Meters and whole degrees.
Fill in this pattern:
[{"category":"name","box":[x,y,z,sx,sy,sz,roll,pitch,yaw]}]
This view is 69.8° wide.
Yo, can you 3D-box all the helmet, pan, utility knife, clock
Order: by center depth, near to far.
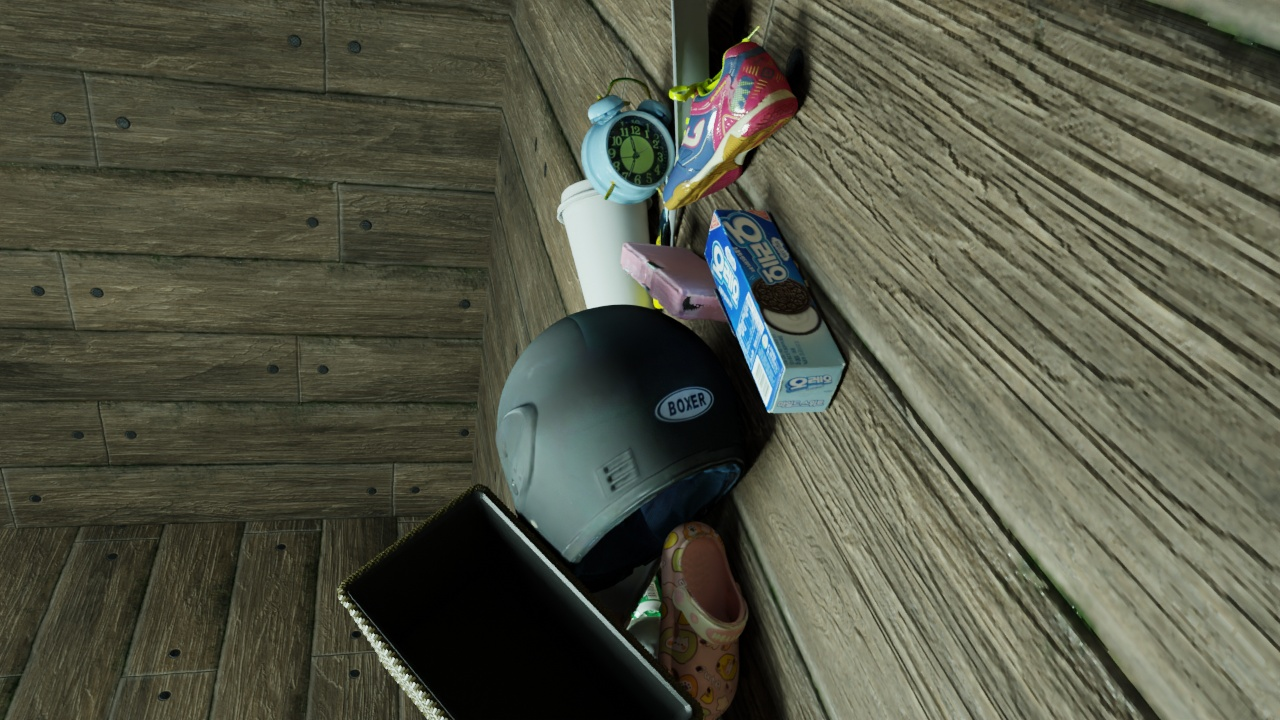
[{"category":"helmet","box":[-0.036,0.079,0.975,0.235,0.248,0.317,58,145,23]},{"category":"pan","box":[0.050,-0.266,1.051,0.357,0.051,0.200,86,-177,-46]},{"category":"utility knife","box":[0.028,-0.140,1.115,0.214,0.020,0.028,93,168,-52]},{"category":"clock","box":[-0.014,-0.280,1.175,0.060,0.118,0.162,-8,88,63]}]

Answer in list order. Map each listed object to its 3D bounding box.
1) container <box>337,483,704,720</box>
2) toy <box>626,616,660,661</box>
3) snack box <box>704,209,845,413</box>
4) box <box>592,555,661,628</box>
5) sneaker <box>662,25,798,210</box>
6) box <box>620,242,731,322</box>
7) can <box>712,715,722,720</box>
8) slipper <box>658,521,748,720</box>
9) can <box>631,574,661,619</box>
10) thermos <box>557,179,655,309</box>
[{"category":"container","box":[-0.122,0.323,0.915,0.321,0.176,0.205,41,149,22]},{"category":"toy","box":[0.001,0.383,1.064,0.139,0.101,0.179,98,-174,-62]},{"category":"snack box","box":[0.113,-0.051,0.820,0.226,0.059,0.059,-106,19,-46]},{"category":"box","box":[-0.026,0.258,1.092,0.215,0.081,0.063,-50,-22,-57]},{"category":"sneaker","box":[0.074,-0.230,0.912,0.091,0.116,0.242,60,156,4]},{"category":"box","box":[0.048,-0.085,0.992,0.233,0.098,0.037,-131,49,-65]},{"category":"can","box":[0.042,0.441,1.005,0.079,0.079,0.146,-115,30,-58]},{"category":"slipper","box":[0.073,0.260,0.920,0.082,0.093,0.197,-19,69,51]},{"category":"can","box":[0.000,0.300,1.205,0.101,0.053,0.053,-112,27,-53]},{"category":"thermos","box":[-0.035,-0.127,1.246,0.132,0.131,0.221,144,118,-71]}]
